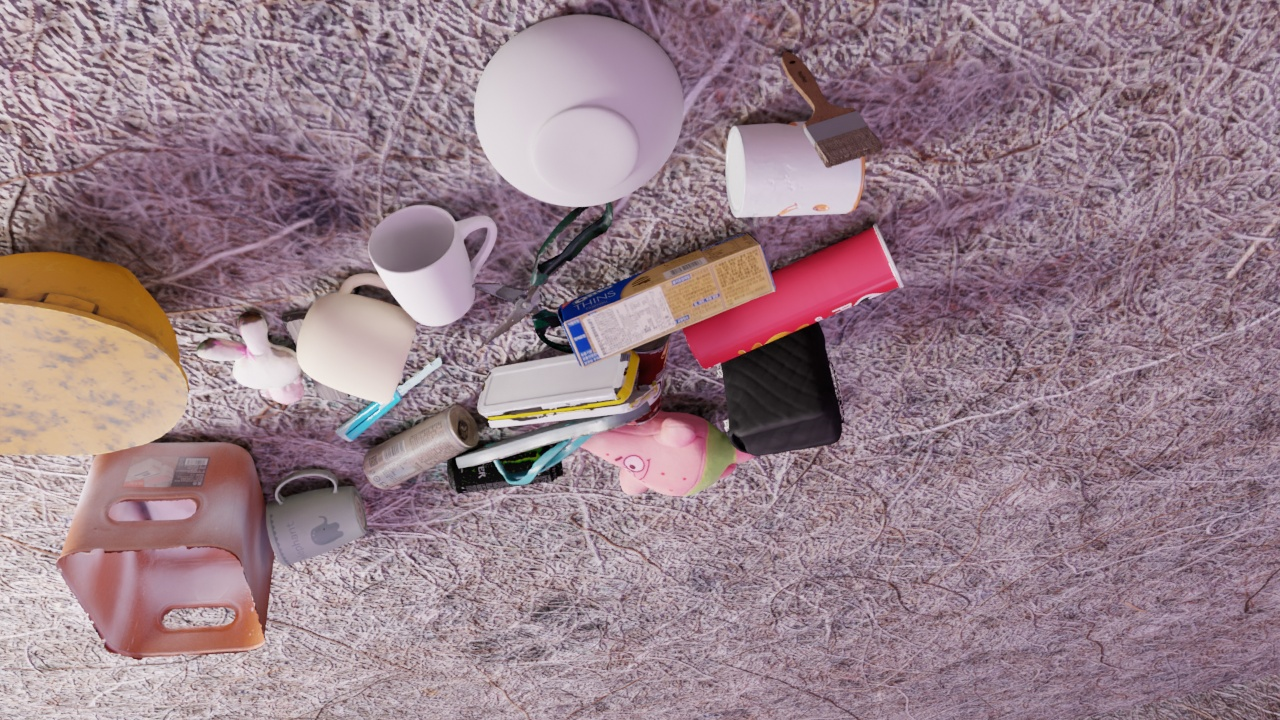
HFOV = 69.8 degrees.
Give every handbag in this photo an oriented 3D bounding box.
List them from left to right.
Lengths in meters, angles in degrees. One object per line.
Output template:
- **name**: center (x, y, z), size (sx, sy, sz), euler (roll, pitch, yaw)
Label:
- **handbag**: center (0.151, 0.034, 1.006), size (0.125, 0.153, 0.115), euler (-17, 144, 16)

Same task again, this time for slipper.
- **slipper**: center (-0.092, 0.096, 1.017), size (0.270, 0.055, 0.098), euler (-19, -177, 35)

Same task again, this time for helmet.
- **helmet**: center (-0.525, -0.021, 0.812), size (0.255, 0.131, 0.206), euler (-7, 140, -2)

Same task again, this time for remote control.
- **remote control**: center (-0.340, -0.003, 0.964), size (0.033, 0.013, 0.137), euler (-7, 142, -3)

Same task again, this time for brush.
- **brush**: center (0.139, -0.203, 0.723), size (0.045, 0.143, 0.008), euler (-19, 142, -3)

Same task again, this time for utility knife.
- **utility knife**: center (-0.282, 0.041, 1.029), size (0.177, 0.015, 0.022), euler (-36, 108, 26)

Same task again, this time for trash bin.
- **trash bin**: center (-0.540, 0.224, 1.082), size (0.181, 0.157, 0.260), euler (0, 138, -11)

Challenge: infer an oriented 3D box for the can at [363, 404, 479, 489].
- **can**: center (-0.258, 0.103, 1.074), size (0.136, 0.054, 0.054), euler (-27, 137, 19)

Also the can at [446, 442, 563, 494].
- **can**: center (-0.166, 0.130, 1.124), size (0.137, 0.053, 0.054), euler (-7, 140, -3)

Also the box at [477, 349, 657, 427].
- **box**: center (-0.083, 0.035, 0.967), size (0.211, 0.067, 0.070), euler (-10, 125, 36)

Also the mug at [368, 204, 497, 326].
- **mug**: center (-0.182, -0.091, 0.849), size (0.114, 0.081, 0.088), euler (-27, 147, -10)

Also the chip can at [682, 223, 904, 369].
- **chip can**: center (0.153, -0.063, 0.950), size (0.221, 0.069, 0.069), euler (-24, 138, 17)

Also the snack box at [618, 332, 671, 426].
- **snack box**: center (-0.006, 0.006, 0.997), size (0.072, 0.072, 0.122), euler (-3, 139, -9)

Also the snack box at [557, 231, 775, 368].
- **snack box**: center (0.024, -0.061, 0.903), size (0.207, 0.057, 0.056), euler (-21, 115, 0)

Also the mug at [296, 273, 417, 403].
- **mug**: center (-0.276, -0.028, 0.893), size (0.099, 0.096, 0.120), euler (19, 95, -18)

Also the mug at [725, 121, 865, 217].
- **mug**: center (0.134, -0.169, 0.810), size (0.105, 0.082, 0.082), euler (-4, 140, -6)

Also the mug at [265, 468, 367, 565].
- **mug**: center (-0.402, 0.186, 1.133), size (0.104, 0.084, 0.111), euler (-16, 112, -8)

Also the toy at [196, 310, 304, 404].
- **toy**: center (-0.389, 0.003, 0.943), size (0.079, 0.038, 0.123), euler (-20, 134, 7)

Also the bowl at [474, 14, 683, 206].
- **bowl**: center (-0.048, -0.190, 0.760), size (0.176, 0.066, 0.177), euler (-6, 140, -5)

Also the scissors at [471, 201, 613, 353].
- **scissors**: center (-0.072, -0.075, 0.912), size (0.204, 0.015, 0.201), euler (-47, 147, 19)

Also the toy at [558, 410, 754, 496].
- **toy**: center (0.016, 0.104, 1.101), size (0.236, 0.096, 0.193), euler (16, 147, -11)
